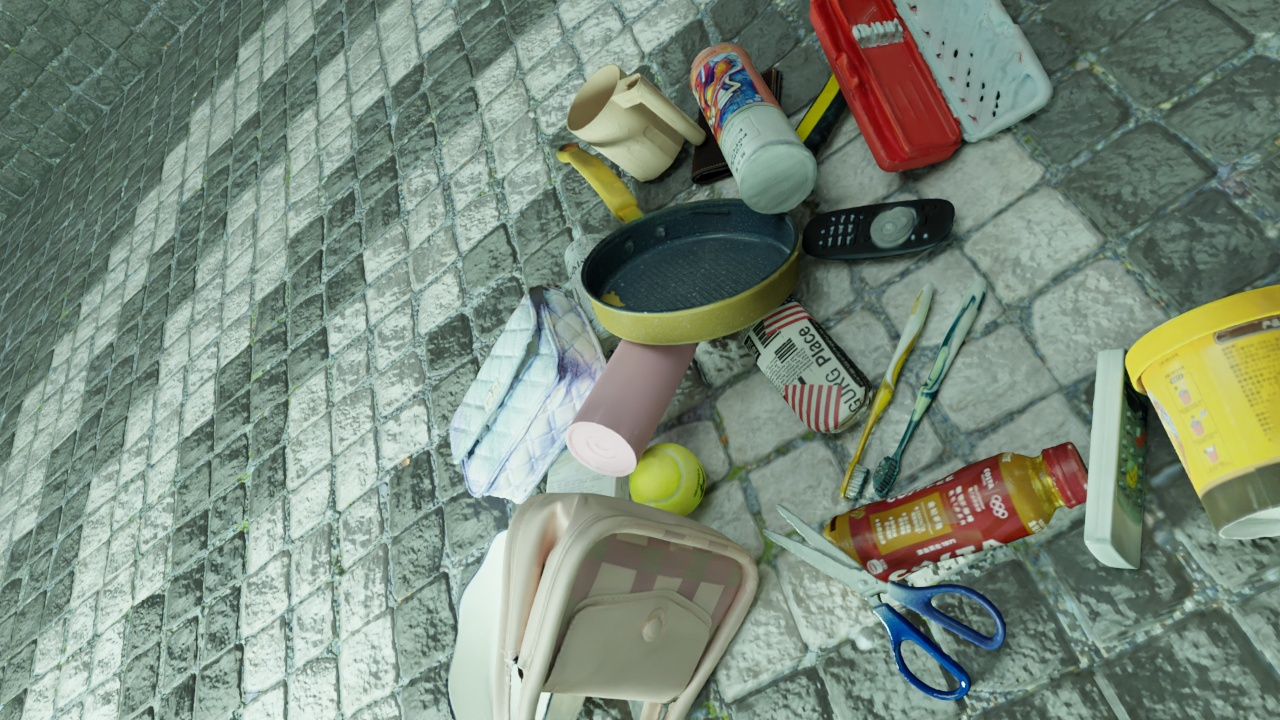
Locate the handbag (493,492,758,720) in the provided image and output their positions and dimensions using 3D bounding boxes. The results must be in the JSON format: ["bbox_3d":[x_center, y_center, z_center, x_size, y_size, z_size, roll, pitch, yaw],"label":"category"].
[{"bbox_3d":[-0.022,0.221,0.674,0.093,0.193,0.234,7,78,49],"label":"handbag"}]

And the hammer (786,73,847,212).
[{"bbox_3d":[0.201,-0.277,0.891,0.126,0.032,0.323,29,85,45],"label":"hammer"}]

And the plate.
[{"bbox_3d":[-0.101,0.243,0.777,0.205,0.045,0.204,-34,48,48],"label":"plate"}]

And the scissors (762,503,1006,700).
[{"bbox_3d":[0.155,0.165,0.622,0.173,0.012,0.133,3,94,24],"label":"scissors"}]

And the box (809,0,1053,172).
[{"bbox_3d":[0.250,-0.271,0.812,0.161,0.058,0.201,-20,66,8],"label":"box"}]

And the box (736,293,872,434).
[{"bbox_3d":[0.136,-0.002,0.776,0.069,0.052,0.164,-32,48,3],"label":"box"}]

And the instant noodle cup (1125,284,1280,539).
[{"bbox_3d":[0.358,0.033,0.521,0.119,0.118,0.114,-22,59,28],"label":"instant noodle cup"}]

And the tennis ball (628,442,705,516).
[{"bbox_3d":[0.023,0.103,0.783,0.066,0.065,0.065,-20,53,29],"label":"tennis ball"}]

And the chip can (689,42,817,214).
[{"bbox_3d":[0.102,-0.227,0.872,0.071,0.071,0.214,-35,40,18],"label":"chip can"}]

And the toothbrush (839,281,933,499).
[{"bbox_3d":[0.198,0.022,0.724,0.018,0.016,0.191,18,77,33],"label":"toothbrush"}]

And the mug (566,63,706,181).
[{"bbox_3d":[-0.002,-0.255,0.977,0.125,0.103,0.084,0,65,52],"label":"mug"}]

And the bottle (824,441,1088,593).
[{"bbox_3d":[0.216,0.106,0.628,0.175,0.057,0.057,-27,50,24],"label":"bottle"}]

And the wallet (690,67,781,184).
[{"bbox_3d":[0.100,-0.247,0.965,0.097,0.020,0.122,-10,58,31],"label":"wallet"}]

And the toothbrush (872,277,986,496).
[{"bbox_3d":[0.222,0.017,0.705,0.016,0.018,0.191,20,79,45],"label":"toothbrush"}]

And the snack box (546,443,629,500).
[{"bbox_3d":[-0.050,0.128,0.855,0.085,0.027,0.156,-17,55,32],"label":"snack box"}]

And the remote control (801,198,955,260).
[{"bbox_3d":[0.205,-0.110,0.792,0.137,0.024,0.053,-1,63,38],"label":"remote control"}]

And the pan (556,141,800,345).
[{"bbox_3d":[0.006,-0.131,0.877,0.197,0.078,0.357,-26,35,-16],"label":"pan"}]

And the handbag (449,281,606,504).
[{"bbox_3d":[-0.116,0.035,0.891,0.194,0.075,0.134,-55,36,26],"label":"handbag"}]

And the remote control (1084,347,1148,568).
[{"bbox_3d":[0.305,0.062,0.583,0.019,0.056,0.135,-6,60,44],"label":"remote control"}]

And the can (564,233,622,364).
[{"bbox_3d":[-0.038,-0.062,0.937,0.058,0.058,0.146,-33,48,20],"label":"can"}]

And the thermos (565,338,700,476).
[{"bbox_3d":[-0.005,0.005,0.814,0.087,0.067,0.198,24,50,5],"label":"thermos"}]
